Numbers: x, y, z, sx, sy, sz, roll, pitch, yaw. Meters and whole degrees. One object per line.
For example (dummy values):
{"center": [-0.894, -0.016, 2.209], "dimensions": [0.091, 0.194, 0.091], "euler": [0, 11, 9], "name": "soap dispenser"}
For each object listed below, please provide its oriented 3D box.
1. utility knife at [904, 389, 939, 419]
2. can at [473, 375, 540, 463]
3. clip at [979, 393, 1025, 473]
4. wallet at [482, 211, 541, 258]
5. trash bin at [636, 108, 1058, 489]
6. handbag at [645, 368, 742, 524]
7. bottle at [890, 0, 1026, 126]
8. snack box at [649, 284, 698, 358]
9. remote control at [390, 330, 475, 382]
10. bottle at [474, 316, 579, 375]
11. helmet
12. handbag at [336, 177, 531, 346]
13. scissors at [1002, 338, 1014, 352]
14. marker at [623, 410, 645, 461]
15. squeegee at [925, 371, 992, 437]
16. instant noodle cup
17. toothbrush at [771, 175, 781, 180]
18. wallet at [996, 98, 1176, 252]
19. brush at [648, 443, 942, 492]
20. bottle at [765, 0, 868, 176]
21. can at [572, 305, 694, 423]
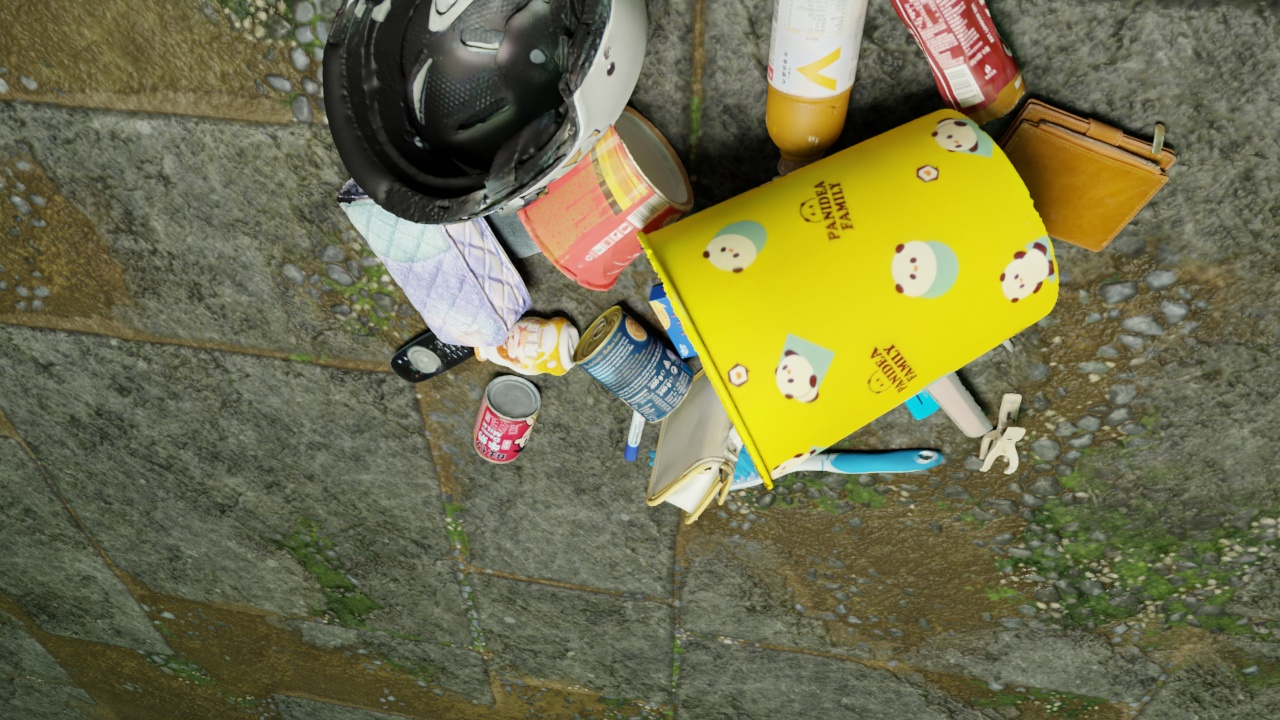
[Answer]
{"center": [0.241, -0.024, 0.918], "dimensions": [0.034, 0.018, 0.238], "euler": [-21, 124, 31], "name": "utility knife"}
{"center": [-0.159, 0.071, 1.080], "dimensions": [0.066, 0.066, 0.094], "euler": [20, 135, -5], "name": "can"}
{"center": [0.384, 0.082, 0.969], "dimensions": [0.035, 0.071, 0.100], "euler": [4, 141, 12], "name": "clip"}
{"center": [-0.121, -0.140, 0.872], "dimensions": [0.097, 0.019, 0.121], "euler": [45, 152, -26], "name": "wallet"}
{"center": [0.159, -0.058, 0.726], "dimensions": [0.255, 0.229, 0.230], "euler": [-28, 126, 3], "name": "trash bin"}
{"center": [0.084, 0.066, 0.942], "dimensions": [0.063, 0.163, 0.179], "euler": [28, 135, -15], "name": "handbag"}
{"center": [0.221, -0.255, 0.669], "dimensions": [0.058, 0.057, 0.175], "euler": [-22, 124, 31], "name": "bottle"}
{"center": [0.096, -0.053, 0.920], "dimensions": [0.157, 0.026, 0.084], "euler": [-13, 130, 25], "name": "snack box"}
{"center": [-0.231, -0.012, 1.048], "dimensions": [0.137, 0.024, 0.053], "euler": [-24, 125, 34], "name": "remote control"}
{"center": [-0.123, -0.016, 0.988], "dimensions": [0.108, 0.063, 0.063], "euler": [1, 133, 15], "name": "bottle"}
{"center": [-0.102, -0.233, 0.696], "dimensions": [0.275, 0.156, 0.230], "euler": [-38, 82, 36], "name": "helmet"}
{"center": [-0.198, -0.103, 0.908], "dimensions": [0.134, 0.075, 0.194], "euler": [3, 136, 35], "name": "handbag"}
{"center": [0.319, -0.069, 0.858], "dimensions": [0.162, 0.012, 0.165], "euler": [28, 135, -14], "name": "scissors"}
{"center": [-0.002, 0.067, 1.070], "dimensions": [0.017, 0.016, 0.146], "euler": [14, 135, 2], "name": "marker"}
{"center": [0.195, 0.037, 0.952], "dimensions": [0.250, 0.040, 0.247], "euler": [-17, 132, 39], "name": "squeegee"}
{"center": [-0.026, -0.145, 0.796], "dimensions": [0.109, 0.137, 0.138], "euler": [-32, 119, 26], "name": "instant noodle cup"}
{"center": [0.160, -0.098, 0.867], "dimensions": [0.016, 0.016, 0.180], "euler": [-11, 130, 27], "name": "toothbrush"}
{"center": [0.352, -0.152, 0.751], "dimensions": [0.130, 0.035, 0.119], "euler": [19, 135, -6], "name": "wallet"}
{"center": [0.172, 0.108, 1.044], "dimensions": [0.315, 0.060, 0.109], "euler": [-13, 134, 22], "name": "brush"}
{"center": [0.133, -0.226, 0.712], "dimensions": [0.068, 0.067, 0.190], "euler": [7, 137, 8], "name": "bottle"}
{"center": [-0.006, 0.006, 0.966], "dimensions": [0.111, 0.075, 0.076], "euler": [40, 130, -19], "name": "can"}
